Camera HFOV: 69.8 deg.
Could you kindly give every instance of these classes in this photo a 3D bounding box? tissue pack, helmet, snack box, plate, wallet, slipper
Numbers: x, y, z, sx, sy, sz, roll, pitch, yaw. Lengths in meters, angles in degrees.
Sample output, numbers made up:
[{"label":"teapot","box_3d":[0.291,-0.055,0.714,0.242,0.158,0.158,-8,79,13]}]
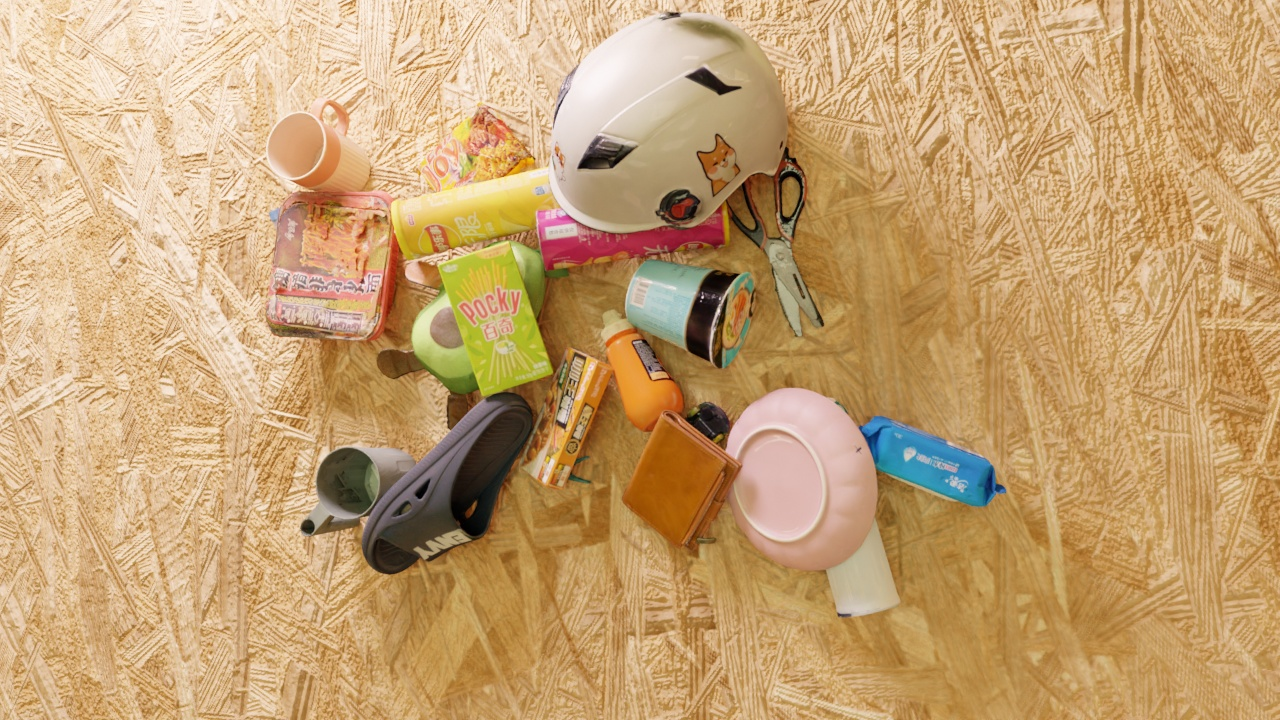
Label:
[{"label":"tissue pack","box_3d":[0.292,0.103,0.942,0.157,0.095,0.052,22,96,16]},{"label":"helmet","box_3d":[0.023,-0.269,0.968,0.274,0.157,0.230,-23,60,-7]},{"label":"snack box","box_3d":[-0.161,-0.046,1.028,0.086,0.026,0.156,-17,97,-1]},{"label":"plate","box_3d":[0.153,0.125,0.953,0.193,0.039,0.192,5,97,47]},{"label":"wallet","box_3d":[0.046,0.138,1.004,0.119,0.035,0.131,35,121,18]},{"label":"slipper","box_3d":[-0.212,0.156,1.050,0.268,0.110,0.083,-49,55,5]},{"label":"snack box","box_3d":[-0.087,0.066,1.058,0.075,0.026,0.154,24,92,54]}]

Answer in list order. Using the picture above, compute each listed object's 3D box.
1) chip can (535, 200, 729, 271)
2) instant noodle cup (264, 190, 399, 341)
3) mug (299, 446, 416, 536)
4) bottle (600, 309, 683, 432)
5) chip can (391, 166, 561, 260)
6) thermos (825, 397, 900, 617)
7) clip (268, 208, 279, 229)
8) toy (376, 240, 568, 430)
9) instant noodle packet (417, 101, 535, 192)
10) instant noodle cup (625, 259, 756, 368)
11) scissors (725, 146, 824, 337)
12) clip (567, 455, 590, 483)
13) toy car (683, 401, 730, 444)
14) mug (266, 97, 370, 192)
[{"label":"chip can","box_3d":[-0.009,-0.149,1.034,0.210,0.071,0.071,-8,83,2]},{"label":"instant noodle cup","box_3d":[-0.374,-0.116,1.143,0.165,0.079,0.188,5,86,15]},{"label":"mug","box_3d":[-0.335,0.158,1.095,0.083,0.103,0.124,45,97,14]},{"label":"bottle","box_3d":[-0.006,0.006,1.049,0.067,0.066,0.149,-30,71,10]},{"label":"chip can","box_3d":[-0.180,-0.177,1.078,0.213,0.072,0.072,-14,81,-1]},{"label":"thermos","box_3d":[0.212,0.152,0.971,0.073,0.073,0.224,-16,81,12]},{"label":"clip","box_3d":[-0.466,-0.170,1.205,0.026,0.042,0.058,-15,84,11]},{"label":"toy","box_3d":[-0.197,-0.042,1.086,0.227,0.090,0.247,37,98,8]},{"label":"instant noodle packet","box_3d":[-0.208,-0.243,1.131,0.128,0.044,0.110,-41,73,8]},{"label":"instant noodle cup","box_3d":[0.052,-0.060,1.021,0.120,0.111,0.111,19,90,24]},{"label":"scissors","box_3d":[0.163,-0.139,1.038,0.202,0.015,0.206,30,92,15]},{"label":"clip","box_3d":[-0.085,0.130,1.079,0.054,0.013,0.033,-4,83,12]},{"label":"toy car","box_3d":[0.057,0.092,1.034,0.049,0.031,0.106,46,108,10]},{"label":"mug","box_3d":[-0.396,-0.267,1.149,0.082,0.106,0.114,14,88,15]}]
